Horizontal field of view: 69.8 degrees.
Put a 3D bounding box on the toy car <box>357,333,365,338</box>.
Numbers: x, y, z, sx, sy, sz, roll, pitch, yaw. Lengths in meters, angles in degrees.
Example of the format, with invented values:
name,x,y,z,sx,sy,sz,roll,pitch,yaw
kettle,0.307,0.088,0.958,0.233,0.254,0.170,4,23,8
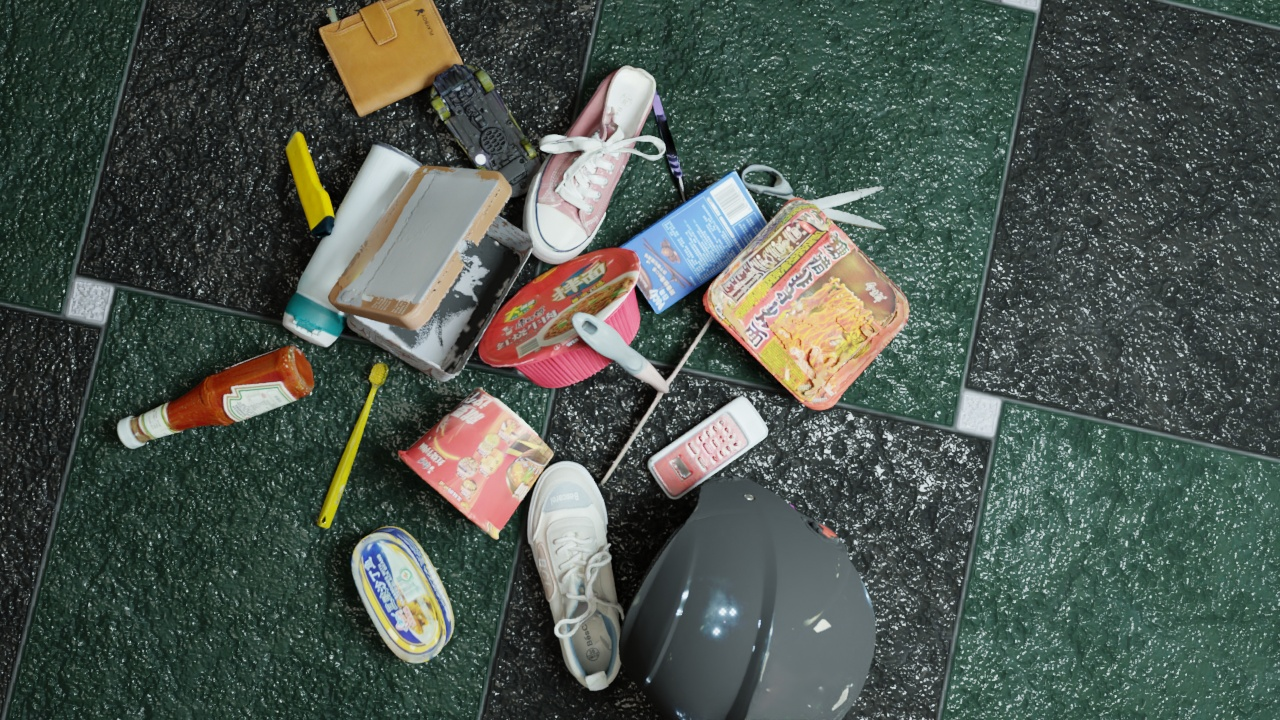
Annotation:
name,x,y,z,sx,sy,sz,roll,pitch,yaw
toy car,-0.281,-0.064,1.001,0.036,0.043,0.091,27,84,-7

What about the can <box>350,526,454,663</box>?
name,x,y,z,sx,sy,sz,roll,pitch,yaw
can,-0.254,0.250,0.983,0.074,0.049,0.148,-27,89,-3

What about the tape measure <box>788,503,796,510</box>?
name,x,y,z,sx,sy,sz,roll,pitch,yaw
tape measure,0.149,0.182,1.006,0.058,0.039,0.057,11,86,-2

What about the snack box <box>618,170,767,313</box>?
name,x,y,z,sx,sy,sz,roll,pitch,yaw
snack box,0.059,-0.129,1.010,0.157,0.026,0.084,-34,101,3

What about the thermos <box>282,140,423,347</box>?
name,x,y,z,sx,sy,sz,roll,pitch,yaw
thermos,-0.310,-0.122,0.991,0.073,0.073,0.224,27,85,-1

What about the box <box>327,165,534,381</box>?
name,x,y,z,sx,sy,sz,roll,pitch,yaw
box,-0.199,-0.097,0.912,0.153,0.181,0.182,32,73,-14

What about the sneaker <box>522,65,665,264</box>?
name,x,y,z,sx,sy,sz,roll,pitch,yaw
sneaker,-0.050,-0.218,0.987,0.118,0.088,0.241,30,83,-12

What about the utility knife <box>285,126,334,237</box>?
name,x,y,z,sx,sy,sz,roll,pitch,yaw
utility knife,-0.357,-0.194,0.992,0.033,0.015,0.164,-35,61,16

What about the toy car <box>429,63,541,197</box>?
name,x,y,z,sx,sy,sz,roll,pitch,yaw
toy car,-0.171,-0.252,1.015,0.070,0.042,0.158,-33,99,-4

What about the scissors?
name,x,y,z,sx,sy,sz,roll,pitch,yaw
scissors,0.187,-0.173,1.039,0.175,0.014,0.159,42,87,0

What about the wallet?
name,x,y,z,sx,sy,sz,roll,pitch,yaw
wallet,-0.280,-0.352,1.025,0.130,0.035,0.119,-26,94,-4

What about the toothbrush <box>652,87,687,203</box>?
name,x,y,z,sx,sy,sz,roll,pitch,yaw
toothbrush,0.037,-0.228,1.036,0.014,0.017,0.189,-16,86,-3

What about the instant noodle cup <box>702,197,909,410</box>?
name,x,y,z,sx,sy,sz,roll,pitch,yaw
instant noodle cup,0.177,-0.059,0.996,0.189,0.079,0.164,45,87,-4

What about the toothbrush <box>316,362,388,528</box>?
name,x,y,z,sx,sy,sz,roll,pitch,yaw
toothbrush,-0.316,0.092,1.005,0.015,0.016,0.190,20,86,0

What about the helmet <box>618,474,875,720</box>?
name,x,y,z,sx,sy,sz,roll,pitch,yaw
helmet,0.115,0.263,0.896,0.274,0.230,0.234,9,113,-32

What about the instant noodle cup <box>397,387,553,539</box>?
name,x,y,z,sx,sy,sz,roll,pitch,yaw
instant noodle cup,-0.167,0.101,0.957,0.138,0.138,0.108,41,78,0

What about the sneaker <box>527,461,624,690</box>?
name,x,y,z,sx,sy,sz,roll,pitch,yaw
sneaker,-0.068,0.228,0.971,0.089,0.091,0.242,-11,87,-4

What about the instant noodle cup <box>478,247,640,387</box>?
name,x,y,z,sx,sy,sz,roll,pitch,yaw
instant noodle cup,-0.072,-0.036,0.957,0.194,0.194,0.066,-33,117,-4

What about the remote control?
name,x,y,z,sx,sy,sz,roll,pitch,yaw
remote control,0.075,0.097,1.017,0.136,0.020,0.056,-34,88,-3

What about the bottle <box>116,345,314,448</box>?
name,x,y,z,sx,sy,sz,roll,pitch,yaw
bottle,-0.456,0.044,0.984,0.206,0.060,0.060,-20,88,1

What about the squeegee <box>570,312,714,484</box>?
name,x,y,z,sx,sy,sz,roll,pitch,yaw
squeegee,-0.005,0.005,0.910,0.040,0.249,0.247,32,86,27
